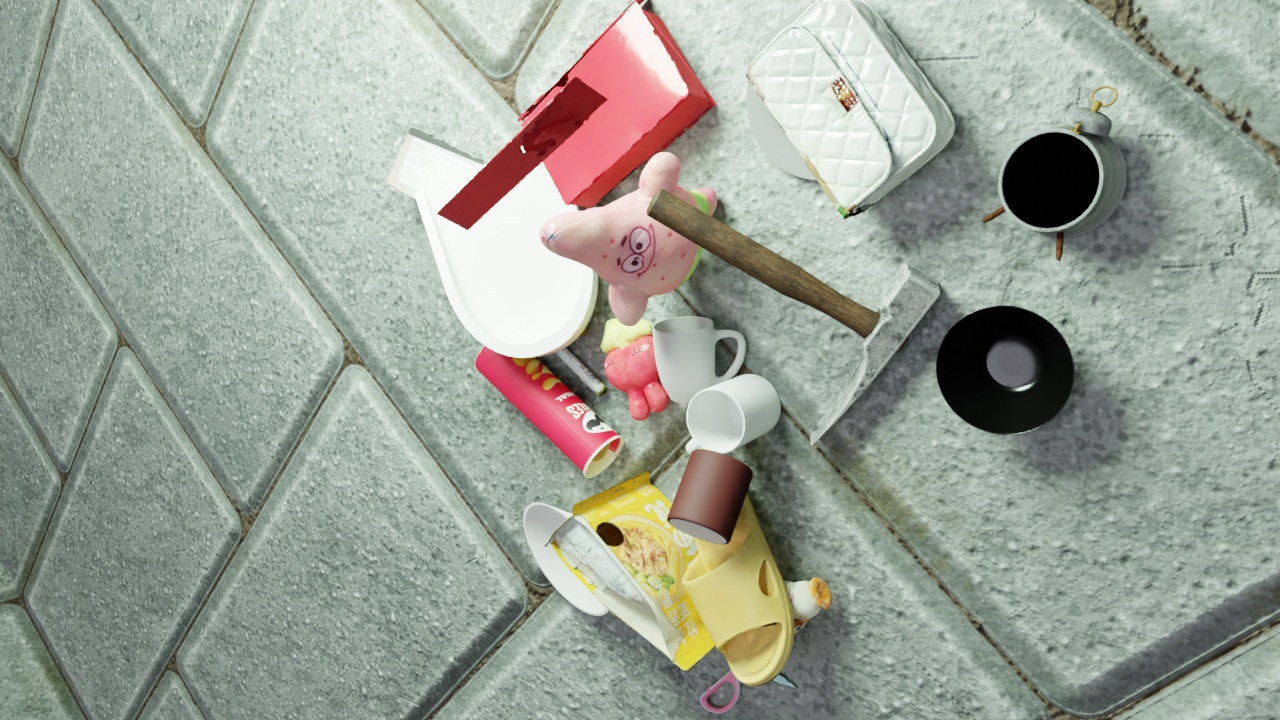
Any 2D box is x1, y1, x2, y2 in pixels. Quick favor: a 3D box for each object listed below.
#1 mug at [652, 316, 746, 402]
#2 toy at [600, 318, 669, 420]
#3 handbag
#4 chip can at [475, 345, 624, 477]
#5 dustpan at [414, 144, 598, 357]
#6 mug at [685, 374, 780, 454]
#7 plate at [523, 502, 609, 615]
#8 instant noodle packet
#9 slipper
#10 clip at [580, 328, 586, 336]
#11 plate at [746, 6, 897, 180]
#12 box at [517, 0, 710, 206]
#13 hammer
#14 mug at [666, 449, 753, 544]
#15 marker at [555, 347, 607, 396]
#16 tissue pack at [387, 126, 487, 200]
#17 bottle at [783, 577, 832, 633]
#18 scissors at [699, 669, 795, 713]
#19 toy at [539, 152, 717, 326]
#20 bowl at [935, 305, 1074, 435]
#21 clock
[{"bbox_3d":[0.071,0.000,1.076,0.107,0.071,0.089,-3,108,7],"label":"mug"},{"bbox_3d":[-0.007,0.007,1.134,0.092,0.045,0.135,-21,82,37],"label":"toy"},{"bbox_3d":[0.202,-0.254,0.906,0.139,0.072,0.195,-40,77,34],"label":"handbag"},{"bbox_3d":[-0.122,0.056,1.209,0.220,0.069,0.069,41,119,21],"label":"chip can"},{"bbox_3d":[-0.158,-0.130,1.151,0.191,0.053,0.257,-21,89,6],"label":"dustpan"},{"bbox_3d":[0.096,0.071,1.050,0.074,0.090,0.111,51,122,15],"label":"mug"},{"bbox_3d":[-0.086,0.256,1.225,0.174,0.036,0.174,31,137,34],"label":"plate"},{"bbox_3d":[0.020,0.251,1.096,0.221,0.162,0.084,45,119,18],"label":"instant noodle packet"},{"bbox_3d":[0.097,0.234,1.046,0.100,0.078,0.263,-32,59,31],"label":"slipper"},{"bbox_3d":[-0.098,-0.048,1.200,0.048,0.046,0.054,-33,79,0],"label":"clip"},{"bbox_3d":[0.193,-0.280,0.960,0.179,0.012,0.178,8,104,33],"label":"plate"},{"bbox_3d":[-0.014,-0.358,1.172,0.148,0.373,0.213,43,121,-17],"label":"box"},{"bbox_3d":[0.124,-0.061,0.959,0.300,0.037,0.218,29,118,-5],"label":"hammer"},{"bbox_3d":[0.071,0.154,1.028,0.073,0.082,0.106,28,159,-14],"label":"mug"},{"bbox_3d":[-0.098,-0.006,1.211,0.146,0.017,0.017,43,120,20],"label":"marker"},{"bbox_3d":[-0.256,-0.238,1.249,0.181,0.071,0.104,28,98,24],"label":"tissue pack"},{"bbox_3d":[0.169,0.285,1.062,0.109,0.063,0.063,-34,80,35],"label":"bottle"},{"bbox_3d":[0.108,0.366,1.150,0.175,0.013,0.171,47,122,17],"label":"scissors"},{"bbox_3d":[-0.005,-0.132,0.989,0.097,0.236,0.192,31,116,42],"label":"toy"},{"bbox_3d":[0.355,0.006,0.885,0.124,0.052,0.124,8,104,33],"label":"bowl"},{"bbox_3d":[0.383,-0.175,0.826,0.104,0.056,0.148,38,123,32],"label":"clock"}]
